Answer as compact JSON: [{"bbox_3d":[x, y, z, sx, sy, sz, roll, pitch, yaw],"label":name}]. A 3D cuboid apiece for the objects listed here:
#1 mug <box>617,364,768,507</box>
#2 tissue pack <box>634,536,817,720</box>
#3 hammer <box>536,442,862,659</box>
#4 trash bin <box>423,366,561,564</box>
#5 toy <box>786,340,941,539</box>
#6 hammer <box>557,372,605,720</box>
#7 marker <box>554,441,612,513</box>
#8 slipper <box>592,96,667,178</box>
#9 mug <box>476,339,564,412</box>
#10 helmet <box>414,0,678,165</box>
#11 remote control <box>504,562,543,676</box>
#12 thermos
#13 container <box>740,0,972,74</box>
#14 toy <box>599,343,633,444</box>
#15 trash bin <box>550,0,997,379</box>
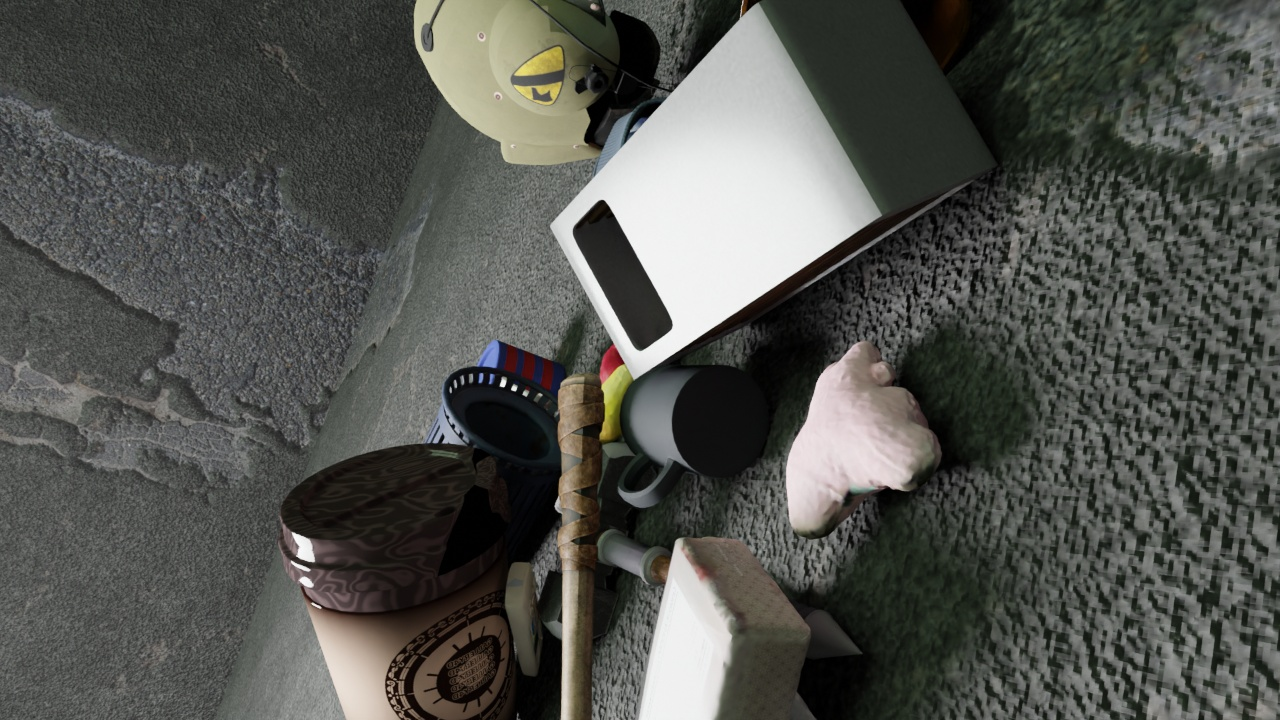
[{"bbox_3d":[0.024,0.051,0.601,0.105,0.071,0.078,-53,20,-16],"label":"mug"},{"bbox_3d":[0.041,0.193,0.465,0.104,0.071,0.181,-136,57,-67],"label":"tissue pack"},{"bbox_3d":[0.029,0.138,0.580,0.323,0.043,0.156,1,71,63],"label":"hammer"},{"bbox_3d":[-0.168,0.145,0.872,0.250,0.139,0.139,-59,25,24],"label":"trash bin"},{"bbox_3d":[0.110,0.035,0.470,0.099,0.052,0.095,-45,31,46],"label":"toy"},{"bbox_3d":[-0.041,0.167,0.599,0.122,0.048,0.318,-22,65,58],"label":"hammer"},{"bbox_3d":[-0.039,0.075,0.791,0.126,0.025,0.025,-67,23,3],"label":"marker"},{"bbox_3d":[0.026,-0.150,0.704,0.264,0.082,0.101,18,86,51],"label":"slipper"},{"bbox_3d":[-0.124,0.029,0.947,0.075,0.076,0.112,-67,23,2],"label":"mug"},{"bbox_3d":[-0.076,-0.299,0.854,0.234,0.255,0.249,-43,34,41],"label":"helmet"},{"bbox_3d":[-0.090,0.205,0.724,0.126,0.018,0.038,90,-176,-45],"label":"remote control"},{"bbox_3d":[-0.176,0.201,0.724,0.173,0.172,0.226,-139,40,-65],"label":"thermos"},{"bbox_3d":[0.134,-0.259,0.590,0.133,0.132,0.166,-44,27,43],"label":"container"},{"bbox_3d":[-0.004,0.004,0.732,0.105,0.067,0.137,66,-132,-86],"label":"toy"},{"bbox_3d":[0.064,-0.095,0.541,0.230,0.114,0.114,-35,83,52],"label":"trash bin"}]
